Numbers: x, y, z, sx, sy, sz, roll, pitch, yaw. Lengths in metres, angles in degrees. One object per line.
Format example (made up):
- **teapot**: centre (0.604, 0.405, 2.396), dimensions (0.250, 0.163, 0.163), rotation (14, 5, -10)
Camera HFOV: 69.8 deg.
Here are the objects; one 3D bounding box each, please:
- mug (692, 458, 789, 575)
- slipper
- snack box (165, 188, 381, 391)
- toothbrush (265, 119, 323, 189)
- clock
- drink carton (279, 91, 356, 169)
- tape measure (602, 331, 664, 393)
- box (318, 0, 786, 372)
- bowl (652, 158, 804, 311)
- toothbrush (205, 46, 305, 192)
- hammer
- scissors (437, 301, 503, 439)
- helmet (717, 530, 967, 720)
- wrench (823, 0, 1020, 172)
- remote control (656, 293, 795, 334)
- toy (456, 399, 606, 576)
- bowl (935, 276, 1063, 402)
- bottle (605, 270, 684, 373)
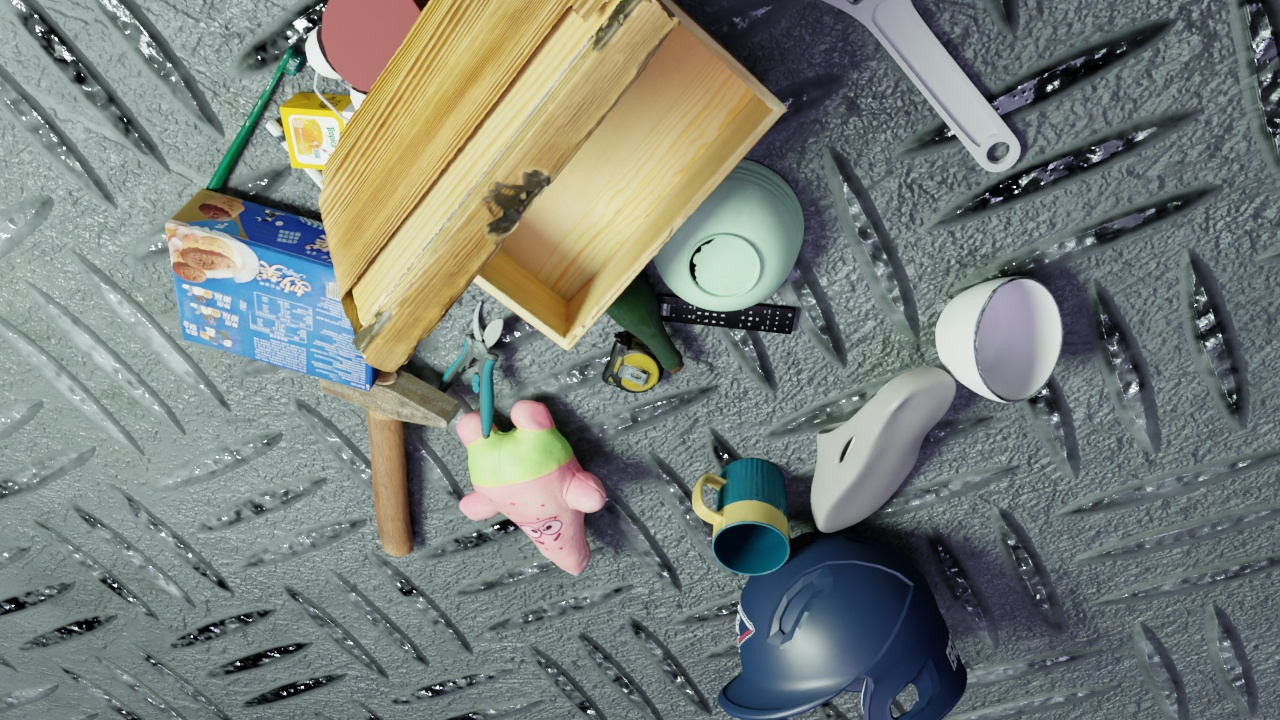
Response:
- **mug**: centre (0.110, 0.164, 1.019), dimensions (0.113, 0.107, 0.083), rotation (28, 126, -12)
- **slipper**: centre (0.236, 0.080, 0.959), dimensions (0.112, 0.080, 0.266), rotation (-19, 147, -21)
- **snack box**: centre (-0.357, -0.068, 0.929), dimensions (0.202, 0.069, 0.155), rotation (16, 133, -2)
- **toothbrush**: centre (-0.297, -0.157, 0.900), dimensions (0.012, 0.017, 0.187), rotation (-25, 119, 25)
- **clock**: centre (-0.223, -0.266, 0.776), dimensions (0.096, 0.048, 0.138), rotation (45, 110, -4)
- **drink carton**: centre (-0.259, -0.208, 0.844), dimensions (0.122, 0.040, 0.059), rotation (5, 126, 4)
- **tape measure**: centre (-0.006, 0.006, 0.966), dimensions (0.061, 0.034, 0.062), rotation (14, 127, -5)
- **box**: centre (-0.081, -0.155, 0.647), dimensions (0.284, 0.322, 0.280), rotation (37, 111, -16)
- **bowl**: centre (0.078, -0.104, 0.850), dimensions (0.151, 0.076, 0.151), rotation (3, 125, 4)
- **toothbrush**: centre (-0.366, -0.220, 0.866), dimensions (0.017, 0.016, 0.190), rotation (35, 123, -21)
- **hammer**: centre (-0.289, 0.131, 1.081), dimensions (0.158, 0.037, 0.302), rotation (19, 131, 11)
- **scissors**: centre (-0.184, 0.011, 0.992), dimensions (0.125, 0.019, 0.154), rotation (1, 102, 39)
- **helmet**: centre (0.203, 0.312, 1.035), dimensions (0.272, 0.232, 0.223), rotation (-32, 87, -3)
- **wrench**: centre (0.237, -0.261, 0.752), dimensions (0.273, 0.018, 0.087), rotation (40, 120, -21)
- **remote control**: centre (0.085, -0.047, 0.930), dimensions (0.140, 0.009, 0.030), rotation (6, 126, 4)
- **toy**: centre (-0.118, 0.156, 1.049), dimensions (0.192, 0.096, 0.237), rotation (-11, 117, 26)
- **bowl**: centre (0.330, -0.022, 0.858), dimensions (0.116, 0.066, 0.116), rotation (-3, 98, -27)
- **bottle**: centre (-0.007, -0.055, 0.908), dimensions (0.055, 0.055, 0.174), rotation (-24, 118, 23)
